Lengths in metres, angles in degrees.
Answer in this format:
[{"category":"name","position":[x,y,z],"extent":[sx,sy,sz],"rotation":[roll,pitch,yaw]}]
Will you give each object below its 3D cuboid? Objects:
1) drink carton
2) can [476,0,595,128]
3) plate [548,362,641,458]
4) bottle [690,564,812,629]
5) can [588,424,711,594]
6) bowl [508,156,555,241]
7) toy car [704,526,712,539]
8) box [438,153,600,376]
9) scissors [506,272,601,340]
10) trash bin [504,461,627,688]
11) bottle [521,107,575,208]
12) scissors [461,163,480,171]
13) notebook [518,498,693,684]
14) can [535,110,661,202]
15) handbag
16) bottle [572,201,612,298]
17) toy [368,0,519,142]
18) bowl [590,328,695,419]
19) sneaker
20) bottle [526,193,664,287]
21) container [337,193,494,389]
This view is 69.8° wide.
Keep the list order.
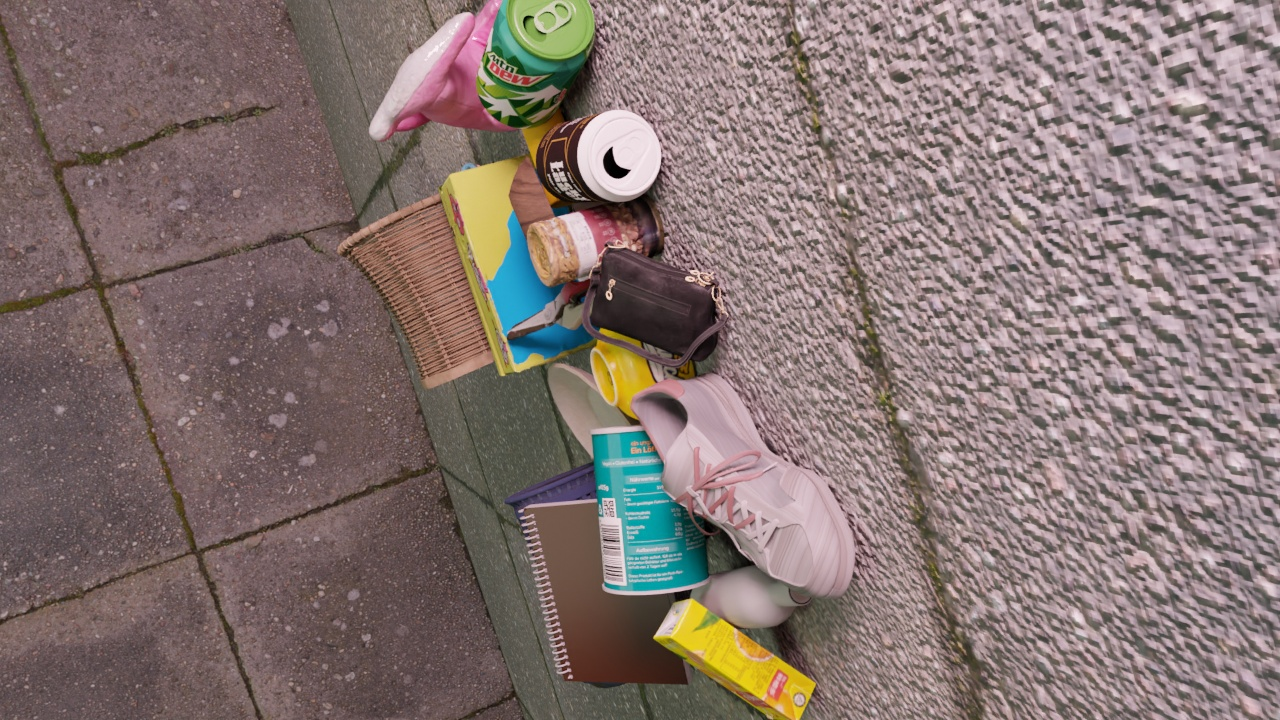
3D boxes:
[{"category":"drink carton","position":[0.082,0.266,0.808],"extent":[0.134,0.042,0.059],"rotation":[35,157,-2]},{"category":"can","position":[-0.094,-0.269,0.810],"extent":[0.083,0.083,0.144],"rotation":[70,160,1]},{"category":"plate","position":[-0.031,0.074,0.998],"extent":[0.189,0.027,0.189],"rotation":[43,157,22]},{"category":"bottle","position":[0.097,0.203,0.789],"extent":[0.052,0.052,0.196],"rotation":[67,160,10]},{"category":"can","position":[0.009,0.131,0.836],"extent":[0.099,0.099,0.144],"rotation":[167,99,-70]},{"category":"bowl","position":[-0.098,-0.131,0.871],"extent":[0.119,0.032,0.119],"rotation":[155,92,-87]},{"category":"toy car","position":[0.036,0.177,0.929],"extent":[0.051,0.048,0.100],"rotation":[58,157,32]},{"category":"box","position":[-0.125,-0.103,0.991],"extent":[0.079,0.124,0.221],"rotation":[-2,109,70]},{"category":"scissors","position":[-0.063,-0.060,0.879],"extent":[0.189,0.015,0.140],"rotation":[22,96,44]},{"category":"trash bin","position":[-0.055,0.259,1.119],"extent":[0.249,0.139,0.139],"rotation":[68,160,2]},{"category":"bottle","position":[-0.093,-0.225,0.907],"extent":[0.143,0.043,0.043],"rotation":[70,160,2]},{"category":"scissors","position":[-0.152,-0.165,1.050],"extent":[0.015,0.117,0.139],"rotation":[-10,104,42]},{"category":"notebook","position":[-0.042,0.257,1.020],"extent":[0.172,0.022,0.209],"rotation":[-10,96,29]},{"category":"can","position":[-0.037,-0.169,0.770],"extent":[0.129,0.071,0.072],"rotation":[21,127,65]},{"category":"handbag","position":[0.012,-0.048,0.741],"extent":[0.128,0.054,0.079],"rotation":[21,129,22]},{"category":"bottle","position":[-0.042,-0.100,0.892],"extent":[0.041,0.041,0.116],"rotation":[50,152,44]},{"category":"toy","position":[-0.179,-0.280,0.962],"extent":[0.128,0.187,0.265],"rotation":[43,-164,-7]},{"category":"bowl","position":[-0.005,0.005,0.852],"extent":[0.117,0.067,0.117],"rotation":[53,154,41]},{"category":"sneaker","position":[0.063,0.095,0.700],"extent":[0.236,0.089,0.099],"rotation":[51,135,45]},{"category":"bottle","position":[-0.038,-0.103,0.784],"extent":[0.056,0.105,0.056],"rotation":[53,153,41]},{"category":"container","position":[-0.222,-0.093,1.130],"extent":[0.196,0.226,0.227],"rotation":[66,161,-6]}]
